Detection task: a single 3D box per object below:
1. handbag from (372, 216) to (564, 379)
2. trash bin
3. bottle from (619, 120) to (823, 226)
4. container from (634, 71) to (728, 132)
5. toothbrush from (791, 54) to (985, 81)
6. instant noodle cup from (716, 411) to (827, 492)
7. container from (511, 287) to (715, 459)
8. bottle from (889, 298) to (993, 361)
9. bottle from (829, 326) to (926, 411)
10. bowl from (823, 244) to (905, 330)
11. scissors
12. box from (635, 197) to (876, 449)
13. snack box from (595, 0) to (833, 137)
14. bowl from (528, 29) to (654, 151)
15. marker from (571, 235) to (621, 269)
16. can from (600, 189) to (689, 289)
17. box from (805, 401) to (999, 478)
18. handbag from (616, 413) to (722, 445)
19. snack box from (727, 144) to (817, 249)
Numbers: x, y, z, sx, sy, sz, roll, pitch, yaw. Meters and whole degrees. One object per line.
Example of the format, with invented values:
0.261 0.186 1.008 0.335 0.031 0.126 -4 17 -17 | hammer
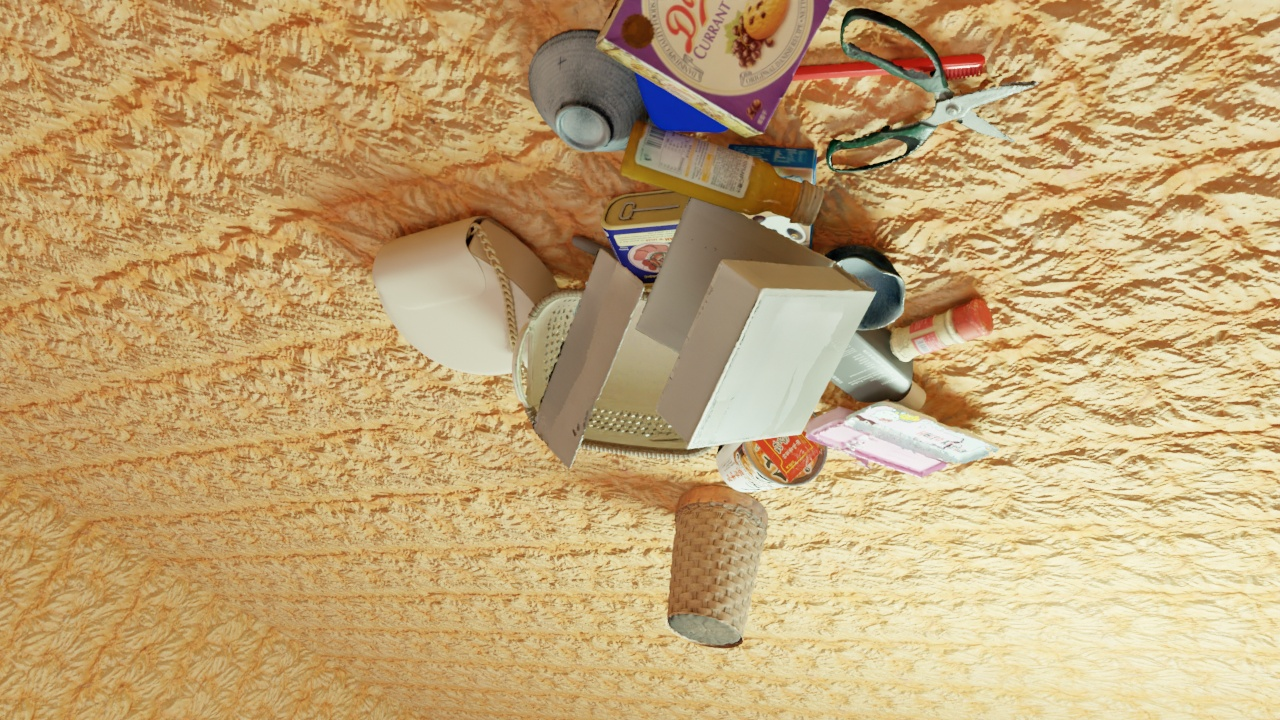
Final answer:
-0.209 -0.068 1.121 0.211 0.103 0.208 -9 134 29 | handbag
0.111 0.323 1.432 0.151 0.209 0.151 11 144 8 | trash bin
0.076 -0.171 0.855 0.186 0.053 0.053 17 145 -2 | bottle
0.043 -0.254 0.794 0.096 0.058 0.114 9 143 25 | container
0.186 -0.248 0.798 0.213 0.012 0.018 2 146 19 | toothbrush
0.165 0.122 1.228 0.123 0.123 0.122 24 153 -11 | instant noodle cup
-0.006 0.006 1.048 0.246 0.142 0.185 7 102 13 | container
0.330 -0.032 1.010 0.044 0.044 0.109 38 140 -28 | bottle
0.270 0.005 1.080 0.174 0.046 0.084 35 140 -25 | bottle
0.226 -0.084 0.968 0.110 0.055 0.110 10 144 7 | bowl
0.225 -0.230 0.787 0.202 0.015 0.202 -11 141 38 | scissors
0.078 -0.086 0.956 0.173 0.421 0.168 13 117 -22 | box
0.062 -0.272 0.711 0.148 0.143 0.040 26 -177 -15 | snack box
-0.048 -0.236 0.868 0.137 0.057 0.137 11 145 8 | bowl
-0.017 -0.109 1.057 0.138 0.022 0.016 24 148 -12 | marker
0.024 -0.130 0.985 0.116 0.056 0.092 -2 140 23 | can
0.327 0.096 1.156 0.201 0.038 0.153 20 148 -25 | box
0.041 0.032 1.186 0.151 0.073 0.176 7 134 13 | handbag
0.132 -0.149 0.935 0.087 0.034 0.151 7 144 13 | snack box
